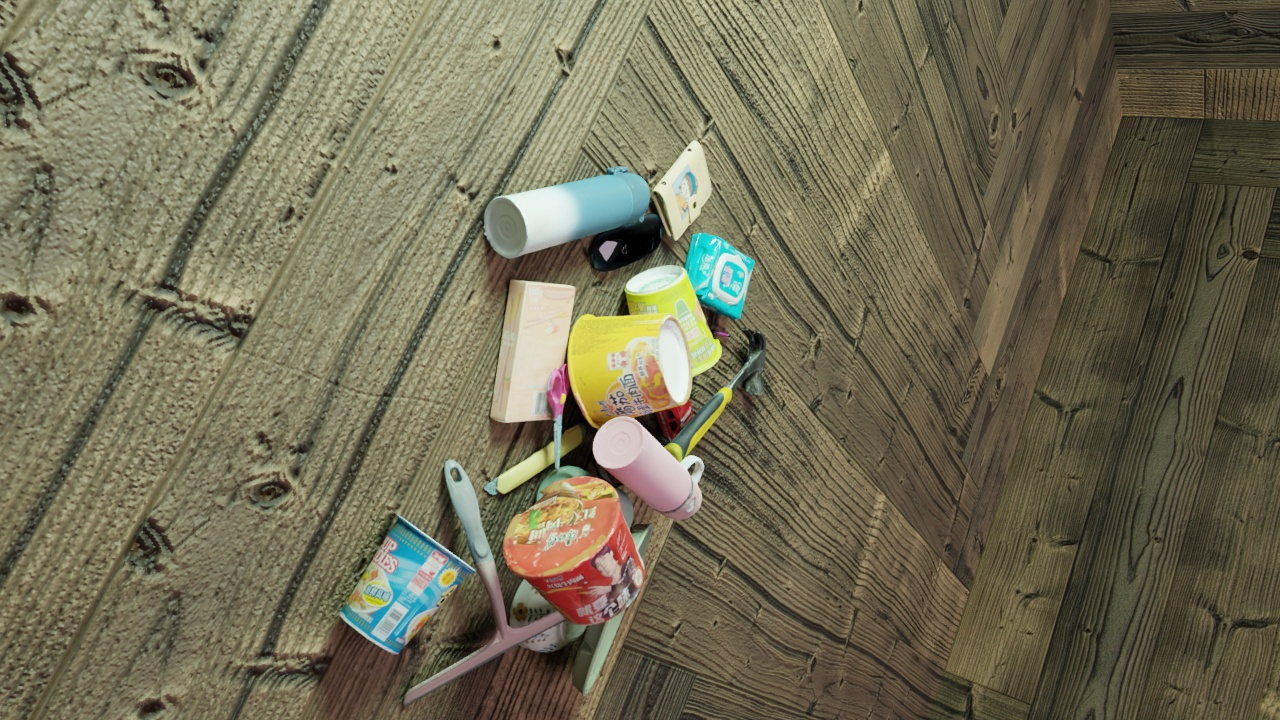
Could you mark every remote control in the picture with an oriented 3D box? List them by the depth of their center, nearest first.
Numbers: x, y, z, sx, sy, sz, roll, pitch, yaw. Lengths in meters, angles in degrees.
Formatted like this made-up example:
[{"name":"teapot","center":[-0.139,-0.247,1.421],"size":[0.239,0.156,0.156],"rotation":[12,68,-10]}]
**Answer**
[{"name":"remote control","center":[-0.010,-0.146,1.137],"size":[0.136,0.024,0.053],"rotation":[-31,125,-44]}]

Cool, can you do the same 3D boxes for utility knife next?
[{"name":"utility knife","center":[-0.119,0.117,1.083],"size":[0.165,0.018,0.031],"rotation":[-35,123,-45]}]

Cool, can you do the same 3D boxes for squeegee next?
[{"name":"squeegee","center":[-0.172,0.224,1.000],"size":[0.247,0.040,0.250],"rotation":[-22,110,-27]}]

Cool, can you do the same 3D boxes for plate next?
[{"name":"plate","center":[-0.037,0.312,1.169],"size":[0.230,0.027,0.230],"rotation":[23,88,-83]}]

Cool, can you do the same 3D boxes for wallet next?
[{"name":"wallet","center":[0.057,-0.220,1.204],"size":[0.114,0.024,0.087],"rotation":[-57,137,-35]}]

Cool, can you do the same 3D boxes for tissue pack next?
[{"name":"tissue pack","center":[0.111,-0.116,1.287],"size":[0.133,0.050,0.093],"rotation":[20,84,-54]}]

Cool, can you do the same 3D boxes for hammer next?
[{"name":"hammer","center":[0.112,0.055,1.305],"size":[0.322,0.032,0.126],"rotation":[-43,140,-51]}]

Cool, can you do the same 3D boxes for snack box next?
[{"name":"snack box","center":[-0.120,-0.010,1.031],"size":[0.084,0.026,0.157],"rotation":[0,101,-54]}]

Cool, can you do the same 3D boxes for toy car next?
[{"name":"toy car","center":[0.046,0.072,1.267],"size":[0.052,0.045,0.121],"rotation":[-49,138,-31]}]

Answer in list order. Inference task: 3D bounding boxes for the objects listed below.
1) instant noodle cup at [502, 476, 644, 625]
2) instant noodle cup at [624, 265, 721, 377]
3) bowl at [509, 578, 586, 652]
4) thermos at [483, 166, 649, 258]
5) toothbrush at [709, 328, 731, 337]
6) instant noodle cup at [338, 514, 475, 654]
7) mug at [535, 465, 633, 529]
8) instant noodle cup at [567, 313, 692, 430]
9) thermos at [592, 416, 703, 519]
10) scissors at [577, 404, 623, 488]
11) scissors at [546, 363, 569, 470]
[{"name":"instant noodle cup","center":[-0.064,0.213,0.996],"size":[0.137,0.138,0.109],"rotation":[-51,129,-31]},{"name":"instant noodle cup","center":[0.035,-0.051,1.167],"size":[0.111,0.112,0.123],"rotation":[-41,124,-39]},{"name":"bowl","center":[-0.102,0.310,1.131],"size":[0.113,0.062,0.113],"rotation":[-19,115,-48]},{"name":"thermos","center":[-0.073,-0.167,1.014],"size":[0.219,0.070,0.070],"rotation":[-26,121,-47]},{"name":"toothbrush","center":[0.080,-0.050,1.300],"size":[0.189,0.014,0.017],"rotation":[10,83,-54]},{"name":"instant noodle cup","center":[-0.234,0.225,0.905],"size":[0.109,0.099,0.099],"rotation":[-54,139,-17]},{"name":"mug","center":[-0.080,0.188,1.114],"size":[0.112,0.082,0.106],"rotation":[-43,143,8]},{"name":"instant noodle cup","center":[-0.006,0.006,1.083],"size":[0.137,0.110,0.138],"rotation":[-7,90,-68]},{"name":"thermos","center":[0.021,0.129,1.110],"size":[0.087,0.067,0.198],"rotation":[-55,142,-9]},{"name":"scissors","center":[-0.018,0.103,1.183],"size":[0.190,0.022,0.228],"rotation":[62,19,-8]},{"name":"scissors","center":[-0.095,0.068,1.056],"size":[0.056,0.017,0.133],"rotation":[-44,140,-60]}]
